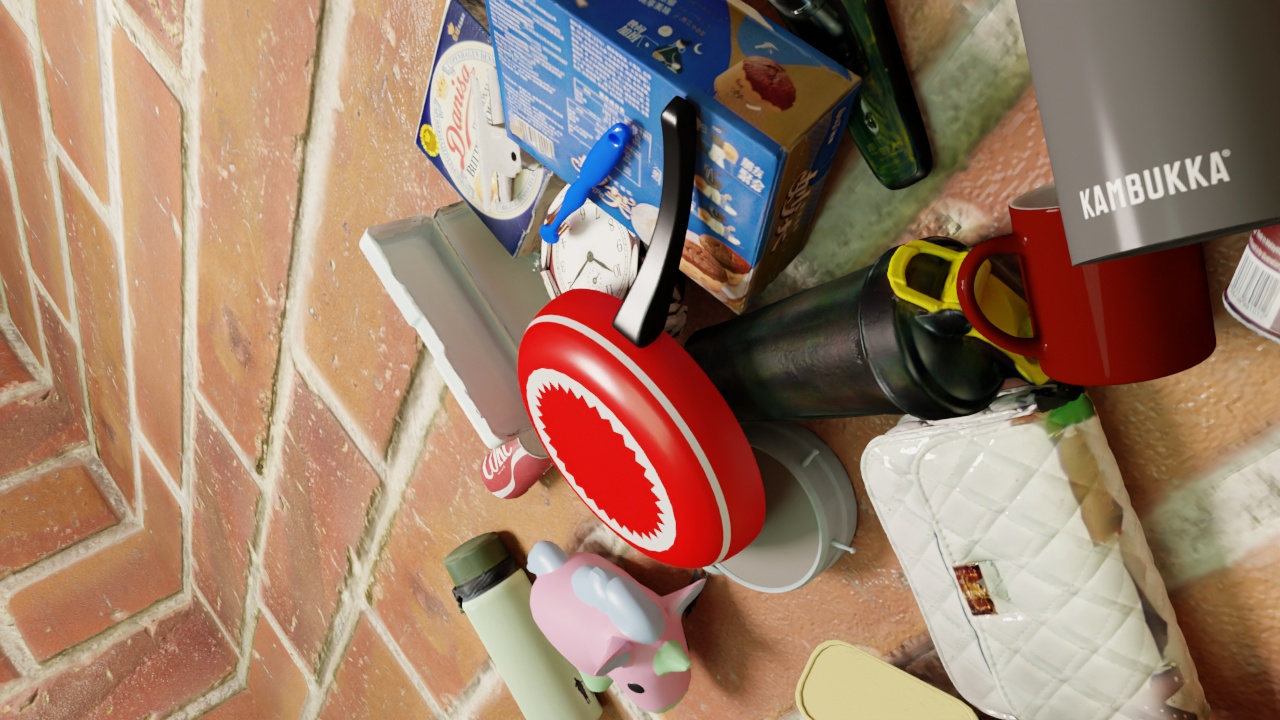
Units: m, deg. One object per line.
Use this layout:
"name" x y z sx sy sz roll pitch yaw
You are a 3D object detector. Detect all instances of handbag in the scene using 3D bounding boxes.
"handbag" 0.212 0.114 0.511 0.139 0.072 0.195 -19 98 50

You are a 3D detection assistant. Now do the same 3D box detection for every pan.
"pan" -0.003 0.004 0.558 0.209 0.067 0.357 40 151 26

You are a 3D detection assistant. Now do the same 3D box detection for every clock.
"clock" -0.011 -0.056 0.654 0.115 0.064 0.154 -10 89 49
"clock" 0.079 0.105 0.660 0.160 0.045 0.122 -17 96 43

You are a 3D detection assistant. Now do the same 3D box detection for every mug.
"mug" 0.198 -0.035 0.417 0.073 0.106 0.082 -100 -7 -76

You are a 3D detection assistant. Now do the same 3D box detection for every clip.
"clip" -0.101 -0.150 0.651 0.058 0.050 0.102 32 134 45

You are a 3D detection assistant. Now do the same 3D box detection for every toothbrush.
"toothbrush" -0.036 -0.106 0.564 0.016 0.018 0.183 40 159 -7

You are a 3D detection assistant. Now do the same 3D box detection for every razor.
"razor" 0.106 -0.155 0.474 0.054 0.067 0.151 -19 105 38

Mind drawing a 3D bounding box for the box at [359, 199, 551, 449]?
"box" -0.118 -0.038 0.728 0.197 0.134 0.041 57 138 6

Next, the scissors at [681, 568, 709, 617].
"scissors" 0.048 0.160 0.766 0.121 0.012 0.171 58 143 4

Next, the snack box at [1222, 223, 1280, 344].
"snack box" 0.275 -0.067 0.337 0.072 0.072 0.121 28 132 34

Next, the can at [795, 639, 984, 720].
"can" 0.174 0.239 0.606 0.116 0.056 0.092 19 166 40

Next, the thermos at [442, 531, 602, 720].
"thermos" -0.133 0.297 0.988 0.083 0.082 0.231 -32 88 51

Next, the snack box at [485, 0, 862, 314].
"snack box" 0.009 -0.142 0.526 0.203 0.069 0.155 39 159 16

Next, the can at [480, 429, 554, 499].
"can" -0.112 0.091 0.864 0.054 0.053 0.097 54 141 9

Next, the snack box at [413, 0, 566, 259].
"snack box" -0.105 -0.178 0.705 0.145 0.042 0.145 48 138 15

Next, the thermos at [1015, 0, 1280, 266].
"thermos" 0.176 -0.161 0.332 0.082 0.082 0.240 -13 87 50

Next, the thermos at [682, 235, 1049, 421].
"thermos" 0.114 -0.007 0.533 0.221 0.097 0.098 -14 102 55

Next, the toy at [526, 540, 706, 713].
"toy" -0.036 0.224 0.819 0.222 0.119 0.171 38 149 31
